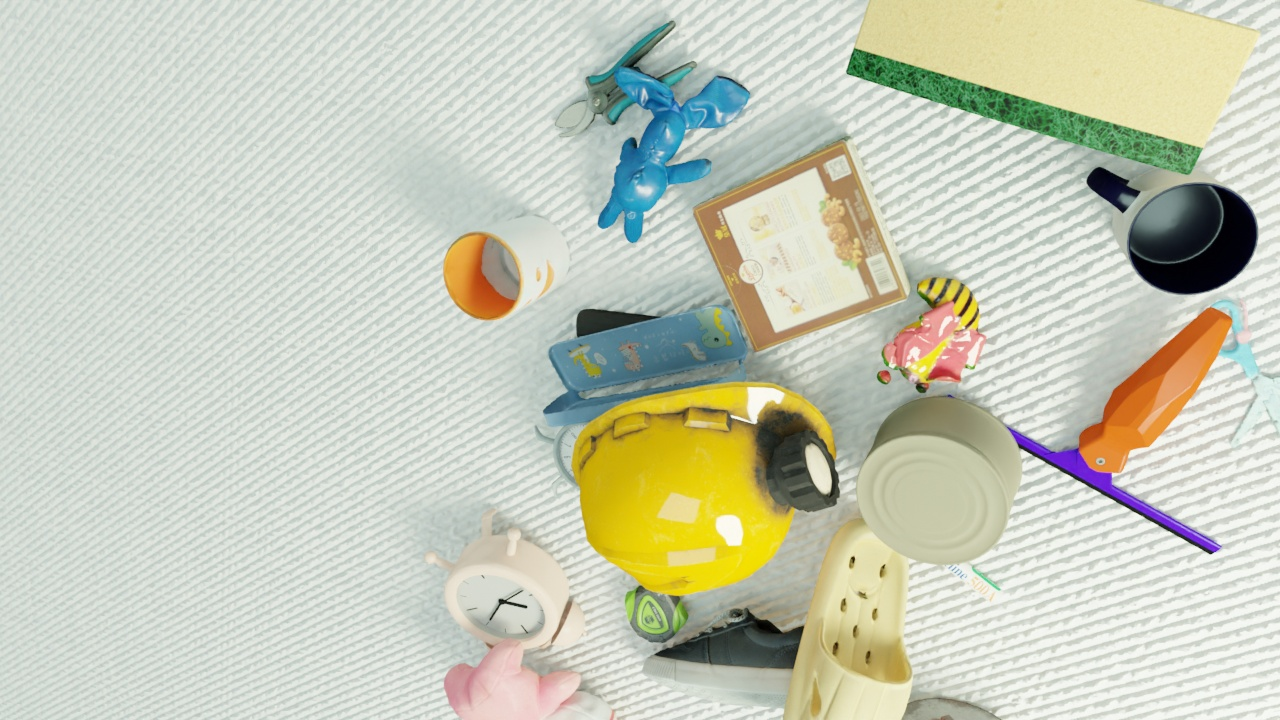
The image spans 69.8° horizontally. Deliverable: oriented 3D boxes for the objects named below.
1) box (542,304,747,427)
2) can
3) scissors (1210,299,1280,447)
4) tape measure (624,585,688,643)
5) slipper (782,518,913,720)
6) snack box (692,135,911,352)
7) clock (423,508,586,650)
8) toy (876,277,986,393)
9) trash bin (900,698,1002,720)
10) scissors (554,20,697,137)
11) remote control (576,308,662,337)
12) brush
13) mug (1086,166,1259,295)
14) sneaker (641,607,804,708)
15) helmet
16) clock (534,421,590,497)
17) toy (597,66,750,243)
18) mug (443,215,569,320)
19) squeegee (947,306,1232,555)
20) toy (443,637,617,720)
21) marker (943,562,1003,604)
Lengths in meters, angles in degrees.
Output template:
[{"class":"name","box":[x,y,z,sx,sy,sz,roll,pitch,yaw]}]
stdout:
[{"class":"box","box":[-0.005,0.003,0.864,0.211,0.072,0.079,-10,105,31]},{"class":"can","box":[0.256,0.103,0.789,0.128,0.073,0.128,12,118,24]},{"class":"scissors","box":[0.498,0.006,0.706,0.120,0.015,0.138,-22,104,28]},{"class":"tape measure","box":[0.017,0.263,0.972,0.059,0.035,0.065,-25,93,18]},{"class":"slipper","box":[0.199,0.270,0.808,0.111,0.079,0.261,19,74,-21]},{"class":"snack box","box":[0.139,-0.097,0.796,0.147,0.041,0.143,-21,99,26]},{"class":"clock","box":[-0.143,0.252,1.017,0.131,0.086,0.160,-20,109,26]},{"class":"toy","box":[0.249,-0.018,0.775,0.084,0.046,0.103,18,106,-4]},{"class":"trash bin","box":[0.289,0.434,0.868,0.131,0.130,0.211,7,111,20]},{"class":"scissors","box":[-0.016,-0.250,0.821,0.131,0.019,0.150,21,115,17]},{"class":"remote control","box":[0.007,-0.026,0.888,0.147,0.015,0.033,8,110,19]},{"class":"brush","box":[0.261,-0.197,0.596,0.195,0.249,0.075,23,114,18]},{"class":"mug","box":[0.377,-0.105,0.667,0.112,0.096,0.079,34,116,8]},{"class":"sneaker","box":[0.096,0.296,0.924,0.236,0.087,0.089,-14,142,43]},{"class":"helmet","box":[0.048,0.136,0.817,0.256,0.131,0.205,-23,131,31]},{"class":"clock","box":[-0.039,0.090,0.931,0.119,0.042,0.094,-8,105,24]},{"class":"toy","box":[0.006,-0.183,0.809,0.113,0.070,0.177,30,116,-2]},{"class":"mug","box":[-0.124,-0.090,0.869,0.082,0.105,0.082,7,110,20]},{"class":"squeegee","box":[0.398,0.037,0.729,0.249,0.055,0.185,30,124,10]},{"class":"toy","box":[-0.110,0.398,1.022,0.213,0.084,0.142,39,127,-20]},{"class":"marker","box":[0.271,0.173,0.848,0.145,0.017,0.017,38,117,6]}]
